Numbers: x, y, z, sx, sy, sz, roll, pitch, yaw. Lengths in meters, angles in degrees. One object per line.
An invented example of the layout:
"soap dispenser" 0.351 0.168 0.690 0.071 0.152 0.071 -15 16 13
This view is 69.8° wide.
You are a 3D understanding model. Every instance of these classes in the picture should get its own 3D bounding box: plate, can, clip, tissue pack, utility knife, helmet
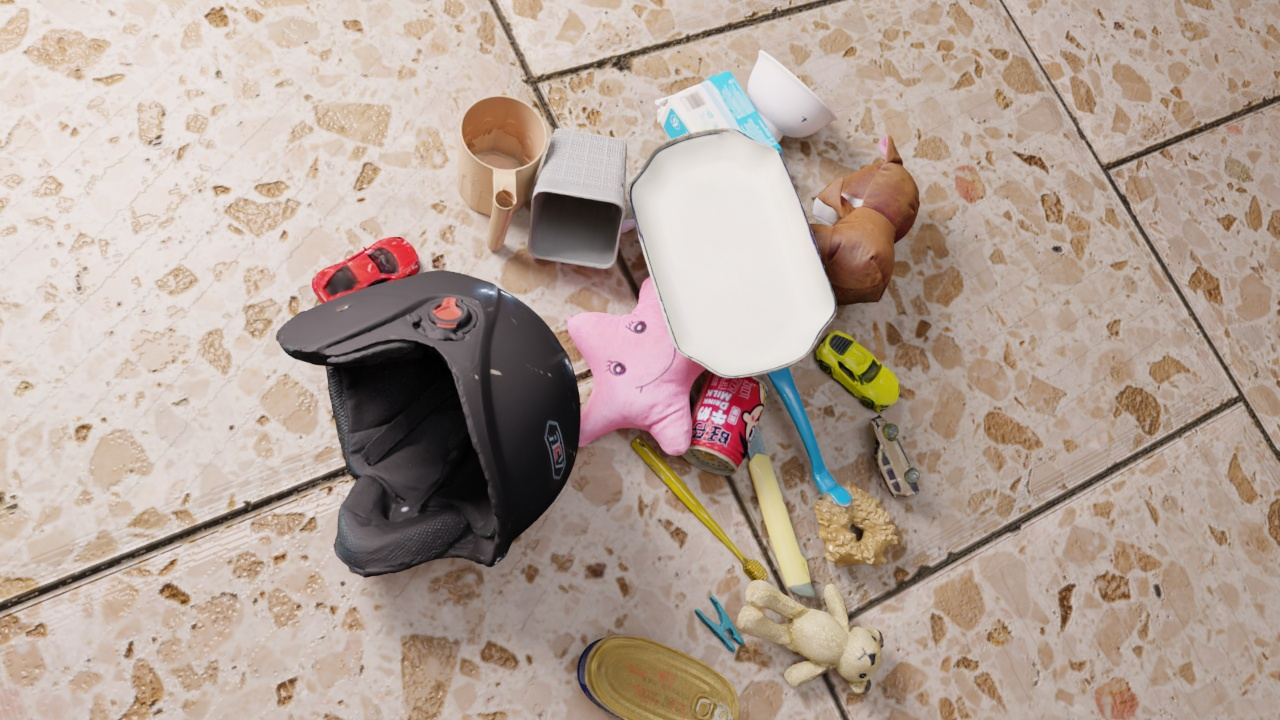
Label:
"plate" 0.085 -0.104 0.891 0.162 0.034 0.265 -16 70 -3
"can" 0.015 0.299 0.835 0.148 0.049 0.074 24 68 -6
"can" 0.083 0.061 0.921 0.066 0.067 0.093 26 68 -5
"clip" 0.078 0.255 0.885 0.040 0.014 0.056 -38 85 -22
"tissue pack" 0.087 -0.252 1.026 0.089 0.063 0.140 -29 80 -20
"utility knife" 0.135 0.140 0.935 0.031 0.021 0.207 -10 78 -22
"helmet" -0.159 0.043 0.765 0.275 0.234 0.229 24 42 37

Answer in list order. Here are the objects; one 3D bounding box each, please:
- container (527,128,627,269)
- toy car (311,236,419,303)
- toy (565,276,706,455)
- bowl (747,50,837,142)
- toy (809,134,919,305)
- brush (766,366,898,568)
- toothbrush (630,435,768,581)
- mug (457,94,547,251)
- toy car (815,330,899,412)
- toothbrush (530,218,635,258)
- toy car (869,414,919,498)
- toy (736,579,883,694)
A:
"container" -0.060 -0.168 0.932 0.090 0.090 0.114 9 50 -4
"toy car" -0.267 -0.086 0.898 0.106 0.031 0.049 -33 84 -24
"toy" -0.005 0.005 0.912 0.178 0.075 0.194 27 77 18
"bowl" 0.160 -0.290 1.049 0.118 0.118 0.065 42 104 1
"toy" 0.241 -0.148 1.010 0.130 0.140 0.199 21 61 32
"brush" 0.183 0.099 0.941 0.083 0.046 0.254 -24 85 -17
"toothbrush" 0.059 0.148 0.913 0.015 0.017 0.190 -41 86 -23
"mug" -0.142 -0.185 0.922 0.084 0.104 0.124 0 72 -15
"toy car" 0.240 0.010 0.998 0.105 0.032 0.048 41 67 -1
"toothbrush" -0.029 -0.138 0.984 0.189 0.029 0.021 -19 38 -18
"toy car" 0.265 0.101 0.968 0.035 0.042 0.090 -21 84 2
"toy" 0.163 0.260 0.877 0.157 0.066 0.105 27 73 -12
